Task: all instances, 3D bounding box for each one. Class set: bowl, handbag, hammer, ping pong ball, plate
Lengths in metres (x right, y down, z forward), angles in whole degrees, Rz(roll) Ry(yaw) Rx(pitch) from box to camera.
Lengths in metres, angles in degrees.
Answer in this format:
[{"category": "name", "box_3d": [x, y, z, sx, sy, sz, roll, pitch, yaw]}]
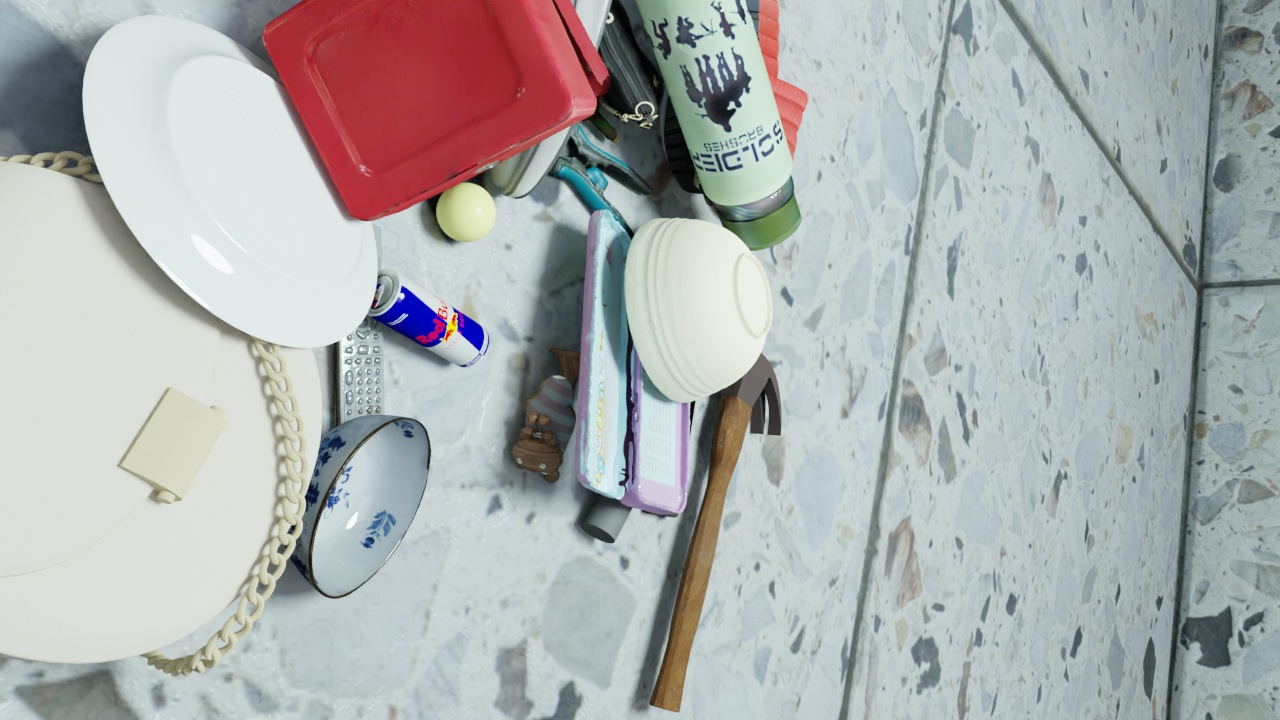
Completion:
[{"category": "bowl", "box_3d": [0.057, -0.046, 0.727, 0.150, 0.075, 0.150, 26, 59, -55]}, {"category": "handbag", "box_3d": [-0.266, 0.030, 0.436, 0.208, 0.104, 0.210, 45, 49, -36]}, {"category": "handbag", "box_3d": [-0.020, -0.233, 0.694, 0.054, 0.079, 0.128, -29, 119, 2]}, {"category": "hammer", "box_3d": [0.061, 0.140, 0.805, 0.115, 0.033, 0.322, 35, 64, -47]}, {"category": "bowl", "box_3d": [-0.176, 0.079, 0.544, 0.114, 0.045, 0.114, 22, 89, -75]}, {"category": "ping pong ball", "box_3d": [-0.118, -0.101, 0.624, 0.040, 0.040, 0.040, 1, 89, -46]}, {"category": "plate", "box_3d": [-0.200, -0.098, 0.489, 0.188, 0.016, 0.188, 51, 26, -38]}]

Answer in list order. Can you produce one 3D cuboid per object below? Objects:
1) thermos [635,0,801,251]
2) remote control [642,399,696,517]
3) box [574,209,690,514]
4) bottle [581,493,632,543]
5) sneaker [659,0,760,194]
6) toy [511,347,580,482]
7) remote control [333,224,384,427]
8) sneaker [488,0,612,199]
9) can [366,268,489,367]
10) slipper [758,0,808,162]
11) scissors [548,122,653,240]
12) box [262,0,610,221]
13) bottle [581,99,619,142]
[{"category": "thermos", "box_3d": [0.064, -0.192, 0.713, 0.082, 0.082, 0.231, -54, 136, -32]}, {"category": "remote control", "box_3d": [0.029, 0.060, 0.796, 0.034, 0.013, 0.150, 20, 76, -45]}, {"category": "box", "box_3d": [-0.005, 0.004, 0.709, 0.151, 0.035, 0.214, 33, 54, -57]}, {"category": "bottle", "box_3d": [-0.009, 0.092, 0.744, 0.030, 0.030, 0.112, 49, 56, -34]}, {"category": "sneaker", "box_3d": [0.061, -0.271, 0.777, 0.124, 0.089, 0.240, -91, -179, -52]}, {"category": "toy", "box_3d": [-0.066, 0.042, 0.679, 0.054, 0.042, 0.102, 10, 91, -68]}, {"category": "remote control", "box_3d": [-0.178, -0.019, 0.579, 0.033, 0.013, 0.136, -3, 92, -47]}, {"category": "sneaker", "box_3d": [-0.085, -0.233, 0.591, 0.128, 0.096, 0.264, 12, 120, -9]}, {"category": "can", "box_3d": [-0.137, -0.025, 0.597, 0.095, 0.032, 0.032, 37, 63, -53]}, {"category": "slipper", "box_3d": [0.115, -0.251, 0.857, 0.103, 0.059, 0.248, 8, 82, -46]}, {"category": "scissors", "box_3d": [-0.040, -0.148, 0.723, 0.123, 0.019, 0.148, -32, 111, -41]}, {"category": "box", "box_3d": [-0.116, -0.168, 0.524, 0.134, 0.158, 0.110, 60, 25, -20]}, {"category": "bottle", "box_3d": [-0.051, -0.204, 0.706, 0.106, 0.025, 0.025, 40, 62, -38]}]
